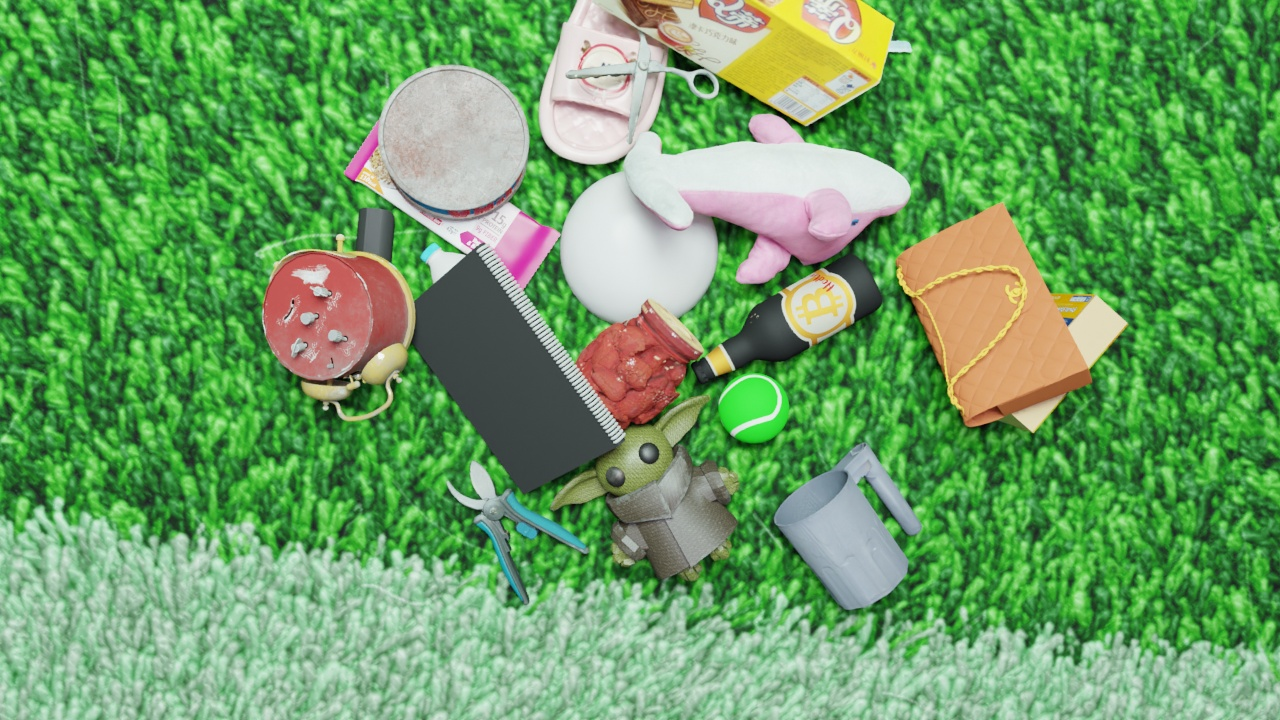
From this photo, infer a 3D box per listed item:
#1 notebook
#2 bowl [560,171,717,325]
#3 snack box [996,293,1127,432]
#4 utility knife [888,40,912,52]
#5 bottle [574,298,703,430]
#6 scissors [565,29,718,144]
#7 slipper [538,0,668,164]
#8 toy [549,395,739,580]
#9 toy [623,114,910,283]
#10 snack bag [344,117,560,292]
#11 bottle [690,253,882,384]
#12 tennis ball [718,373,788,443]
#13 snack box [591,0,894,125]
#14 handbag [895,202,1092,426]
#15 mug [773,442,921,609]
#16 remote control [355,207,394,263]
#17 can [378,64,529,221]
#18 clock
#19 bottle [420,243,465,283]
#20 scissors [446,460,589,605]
[{"bbox_3d":[-0.120,0.013,0.824,0.149,0.016,0.206,-31,97,41],"label":"notebook"},{"bbox_3d":[0.000,-0.103,0.849,0.149,0.043,0.149,0,95,-2],"label":"bowl"},{"bbox_3d":[0.370,0.000,0.849,0.040,0.088,0.126,40,92,-5],"label":"snack box"},{"bbox_3d":[0.171,-0.293,0.852,0.165,0.015,0.022,1,96,0],"label":"utility knife"},{"bbox_3d":[-0.005,0.005,0.832,0.099,0.099,0.111,43,100,-5],"label":"bottle"},{"bbox_3d":[0.006,-0.268,0.795,0.141,0.014,0.175,8,82,-22],"label":"scissors"},{"bbox_3d":[-0.022,-0.284,0.827,0.107,0.055,0.221,16,93,-5],"label":"slipper"},{"bbox_3d":[0.021,0.130,0.853,0.179,0.078,0.153,-36,94,4],"label":"toy"},{"bbox_3d":[0.111,-0.132,0.816,0.265,0.186,0.128,2,128,-17],"label":"toy"},{"bbox_3d":[-0.175,-0.146,0.853,0.196,0.016,0.070,35,91,-4],"label":"snack bag"},{"bbox_3d":[0.131,-0.031,0.852,0.181,0.059,0.059,-29,95,1],"label":"bottle"},{"bbox_3d":[0.105,0.044,0.855,0.065,0.065,0.065,0,95,-2],"label":"tennis ball"},{"bbox_3d":[0.087,-0.291,0.766,0.230,0.110,0.061,23,74,-21],"label":"snack box"},{"bbox_3d":[0.303,-0.041,0.809,0.109,0.060,0.171,-26,61,21],"label":"handbag"},{"bbox_3d":[0.203,0.156,0.869,0.123,0.084,0.104,-39,97,-26],"label":"mug"},{"bbox_3d":[-0.253,-0.068,0.857,0.033,0.015,0.147,6,95,-3],"label":"remote control"},{"bbox_3d":[-0.166,-0.194,0.823,0.130,0.044,0.130,1,86,-8],"label":"can"},{"bbox_3d":[-0.266,-0.024,0.808,0.117,0.081,0.159,-19,88,17],"label":"clock"},{"bbox_3d":[-0.146,-0.055,0.848,0.136,0.044,0.044,43,92,-5],"label":"bottle"},{"bbox_3d":[-0.122,0.169,0.880,0.155,0.019,0.124,16,97,2],"label":"scissors"}]
